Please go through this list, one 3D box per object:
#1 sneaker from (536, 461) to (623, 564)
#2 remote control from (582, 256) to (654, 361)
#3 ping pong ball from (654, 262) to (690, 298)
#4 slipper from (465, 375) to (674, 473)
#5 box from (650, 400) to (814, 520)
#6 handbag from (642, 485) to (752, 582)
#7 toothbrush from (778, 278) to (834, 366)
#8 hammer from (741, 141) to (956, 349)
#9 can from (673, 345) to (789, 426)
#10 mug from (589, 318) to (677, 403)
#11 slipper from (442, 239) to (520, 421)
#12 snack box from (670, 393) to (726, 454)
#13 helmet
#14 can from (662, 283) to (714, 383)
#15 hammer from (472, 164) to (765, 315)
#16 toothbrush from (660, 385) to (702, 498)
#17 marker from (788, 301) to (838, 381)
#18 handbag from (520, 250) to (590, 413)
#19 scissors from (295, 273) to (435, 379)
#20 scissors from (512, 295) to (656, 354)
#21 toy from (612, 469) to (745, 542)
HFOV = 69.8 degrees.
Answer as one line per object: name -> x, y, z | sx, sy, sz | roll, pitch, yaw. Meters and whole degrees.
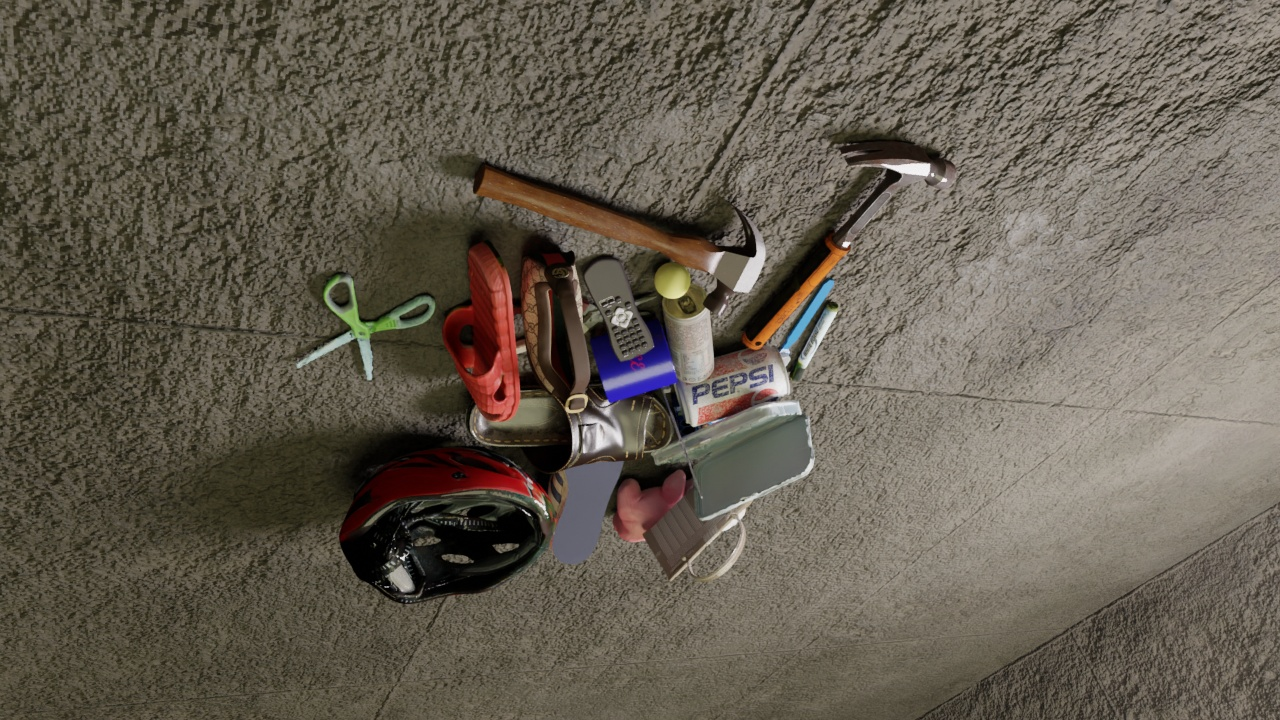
sneaker -> -0.088, 0.147, 1.259 | 0.091, 0.118, 0.233 | 4, 105, -20
remote control -> -0.025, -0.056, 1.007 | 0.046, 0.009, 0.124 | -23, 116, -1
ping pong ball -> 0.035, -0.088, 1.011 | 0.040, 0.040, 0.040 | -11, 144, -8
slipper -> -0.080, 0.080, 1.131 | 0.267, 0.075, 0.113 | 4, 109, -19
box -> 0.130, 0.139, 1.192 | 0.216, 0.124, 0.106 | -28, 166, 40
handbag -> 0.096, 0.238, 1.257 | 0.062, 0.198, 0.176 | 42, 97, -16
toothbrush -> 0.205, -0.042, 1.166 | 0.016, 0.014, 0.167 | 1, 140, -24
hammer -> 0.203, -0.121, 1.043 | 0.137, 0.035, 0.315 | 9, 138, -31
can -> 0.115, 0.031, 1.170 | 0.136, 0.078, 0.078 | -16, 144, -2
mug -> -0.006, 0.006, 1.093 | 0.083, 0.079, 0.111 | -17, 157, 0
slipper -> -0.173, -0.016, 0.971 | 0.059, 0.103, 0.249 | -19, 145, -23
snack box -> 0.090, 0.085, 1.276 | 0.082, 0.027, 0.150 | -15, 145, -1
helmet -> -0.244, 0.204, 1.175 | 0.272, 0.166, 0.218 | -10, 133, -1
can -> 0.058, -0.029, 1.088 | 0.054, 0.054, 0.136 | -15, 144, -3
hammer -> -0.012, -0.133, 0.921 | 0.322, 0.033, 0.115 | 14, 114, -29
toothbrush -> 0.051, 0.088, 1.132 | 0.010, 0.181, 0.010 | -14, 150, -11
marker -> 0.225, -0.023, 1.197 | 0.017, 0.017, 0.147 | -4, 142, -18
handbag -> -0.083, -0.027, 0.947 | 0.063, 0.138, 0.167 | -8, 124, -15
scissors -> -0.291, -0.031, 0.976 | 0.167, 0.023, 0.172 | -14, 147, -15
scissors -> -0.087, -0.046, 1.041 | 0.180, 0.015, 0.187 | -37, 140, 24
toy -> 0.066, 0.225, 1.405 | 0.213, 0.084, 0.142 | -5, 143, -11
